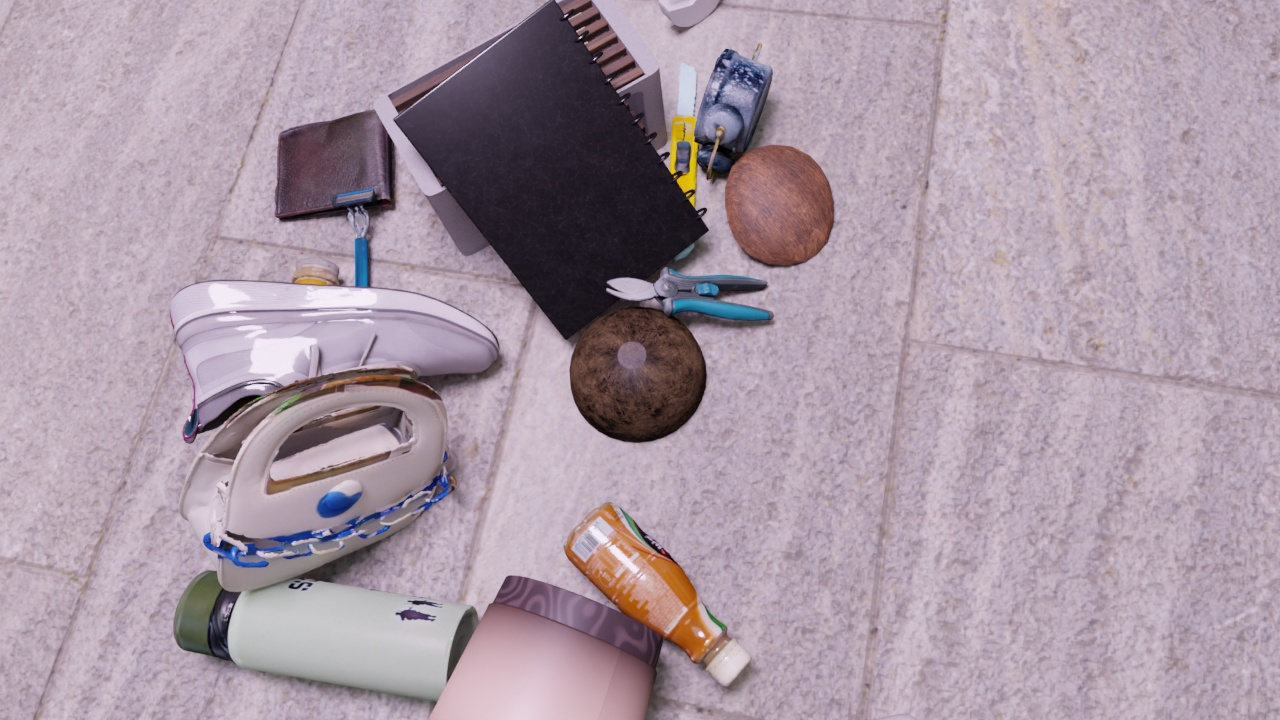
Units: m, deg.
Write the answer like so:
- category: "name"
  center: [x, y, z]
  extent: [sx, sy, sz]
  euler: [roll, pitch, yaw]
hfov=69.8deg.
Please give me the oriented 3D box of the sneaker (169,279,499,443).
- category: "sneaker"
  center: [-0.246, 0.009, 0.758]
  extent: [0.262, 0.097, 0.128]
  euler: [3, 74, -20]

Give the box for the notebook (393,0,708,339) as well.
- category: "notebook"
  center: [-0.065, -0.157, 0.771]
  extent: [0.169, 0.019, 0.231]
  euler: [-37, 111, -1]

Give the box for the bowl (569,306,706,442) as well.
- category: "bowl"
  center: [-0.005, 0.004, 0.786]
  extent: [0.121, 0.056, 0.121]
  euler: [-2, 71, 5]

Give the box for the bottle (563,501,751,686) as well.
- category: "bottle"
  center: [0.015, 0.185, 0.721]
  extent: [0.167, 0.059, 0.059]
  euler: [41, 79, 16]

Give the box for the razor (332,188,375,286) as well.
- category: "razor"
  center: [-0.262, -0.088, 0.857]
  extent: [0.042, 0.022, 0.144]
  euler: [-7, 82, 10]

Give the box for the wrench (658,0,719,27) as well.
- category: "wrench"
  center: [0.131, -0.416, 0.919]
  extent: [0.272, 0.087, 0.018]
  euler: [-34, 71, -17]

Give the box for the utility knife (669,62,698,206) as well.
- category: "utility knife"
  center: [0.039, -0.196, 0.875]
  extent: [0.030, 0.018, 0.206]
  euler: [4, 68, -2]

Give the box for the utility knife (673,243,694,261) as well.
- category: "utility knife"
  center: [0.020, -0.145, 0.844]
  extent: [0.022, 0.015, 0.119]
  euler: [-23, 71, 4]

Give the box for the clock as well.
- category: "clock"
  center: [0.079, -0.224, 0.840]
  extent: [0.052, 0.090, 0.129]
  euler: [22, 71, 6]

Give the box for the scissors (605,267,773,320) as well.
- category: "scissors"
  center: [0.048, -0.061, 0.801]
  extent: [0.132, 0.019, 0.147]
  euler: [39, 55, 12]

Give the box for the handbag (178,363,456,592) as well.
- category: "handbag"
  center: [-0.234, 0.085, 0.694]
  extent: [0.200, 0.200, 0.093]
  euler: [-20, 63, -39]

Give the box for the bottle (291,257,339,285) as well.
- category: "bottle"
  center: [-0.300, 0.000, 0.819]
  extent: [0.053, 0.053, 0.186]
  euler: [0, 71, 5]

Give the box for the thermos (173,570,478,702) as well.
- category: "thermos"
  center: [-0.251, 0.219, 0.730]
  extent: [0.231, 0.082, 0.082]
  euler: [6, 72, 7]

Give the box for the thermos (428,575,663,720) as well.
- category: "thermos"
  center: [-0.082, 0.283, 0.648]
  extent: [0.173, 0.173, 0.225]
  euler: [18, 68, 11]

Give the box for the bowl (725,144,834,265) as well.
- category: "bowl"
  center: [0.129, -0.144, 0.824]
  extent: [0.102, 0.026, 0.114]
  euler: [-4, 82, -8]

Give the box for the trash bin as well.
- category: "trash bin"
  center: [-0.102, -0.218, 0.841]
  extent: [0.228, 0.114, 0.114]
  euler: [-30, 71, -5]

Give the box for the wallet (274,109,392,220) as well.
- category: "wallet"
  center: [-0.299, -0.189, 0.899]
  extent: [0.120, 0.031, 0.099]
  euler: [-8, 72, 9]

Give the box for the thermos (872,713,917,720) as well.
- category: "thermos"
  center: [0.102, 0.310, 0.673]
  extent: [0.224, 0.052, 0.052]
  euler: [-15, 70, 1]
